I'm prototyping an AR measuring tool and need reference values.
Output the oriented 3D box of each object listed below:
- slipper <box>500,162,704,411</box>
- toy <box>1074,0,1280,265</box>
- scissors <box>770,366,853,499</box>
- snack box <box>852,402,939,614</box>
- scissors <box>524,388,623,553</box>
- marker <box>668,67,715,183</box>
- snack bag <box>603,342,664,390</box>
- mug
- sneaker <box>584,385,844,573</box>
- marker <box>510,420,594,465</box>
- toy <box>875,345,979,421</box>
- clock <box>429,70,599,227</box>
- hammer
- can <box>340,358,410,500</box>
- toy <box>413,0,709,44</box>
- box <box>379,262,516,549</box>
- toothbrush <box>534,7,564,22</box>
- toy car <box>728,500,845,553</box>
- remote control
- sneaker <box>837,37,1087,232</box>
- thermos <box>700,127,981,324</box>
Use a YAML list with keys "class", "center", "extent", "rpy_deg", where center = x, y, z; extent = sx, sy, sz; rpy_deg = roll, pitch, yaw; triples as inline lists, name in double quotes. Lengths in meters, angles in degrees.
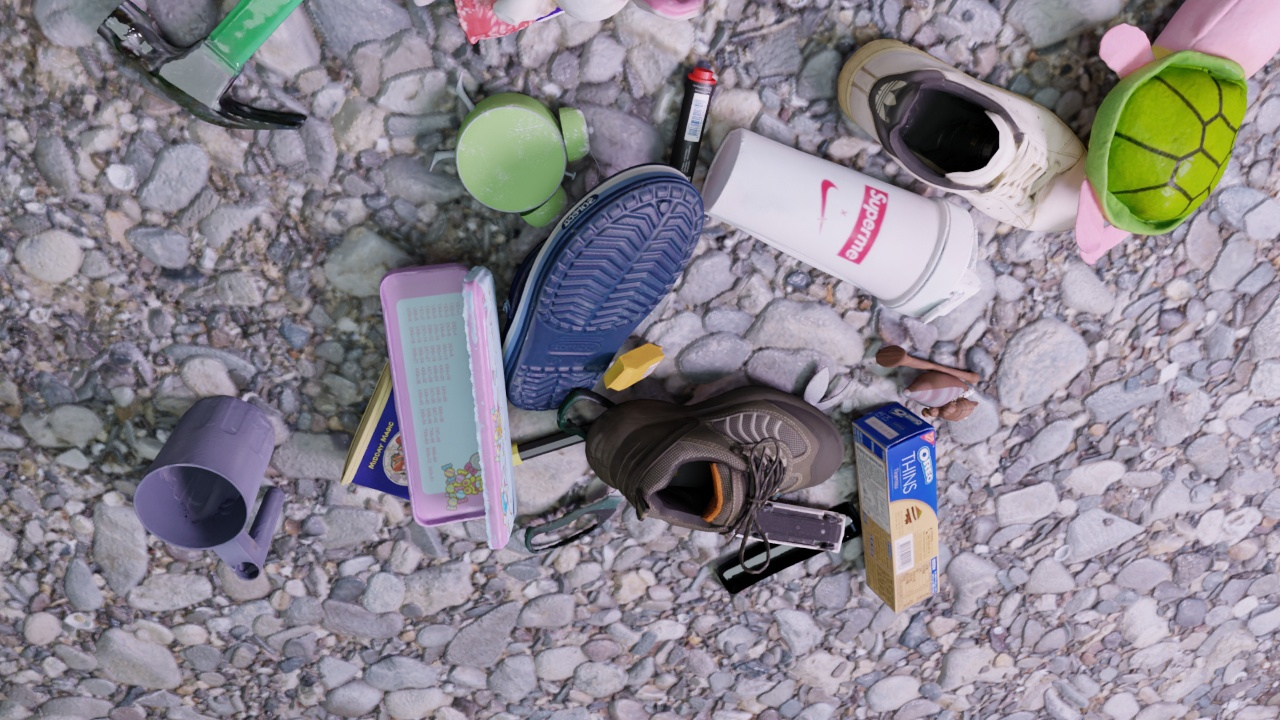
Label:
- class: "slipper"
  center: [-0.050, -0.059, 0.705]
  extent: [0.105, 0.095, 0.254]
  rpy_deg: [6, 138, -30]
- class: "toy"
  center: [0.398, -0.180, 0.682]
  extent: [0.190, 0.088, 0.238]
  rpy_deg: [25, 100, -33]
- class: "scissors"
  center: [0.133, 0.073, 0.846]
  extent: [0.156, 0.019, 0.124]
  rpy_deg: [-20, 121, 6]
- class: "snack box"
  center: [0.245, 0.141, 0.870]
  extent: [0.057, 0.056, 0.207]
  rpy_deg: [-21, 121, -15]
- class: "scissors"
  center: [-0.047, 0.104, 0.820]
  extent: [0.202, 0.015, 0.201]
  rpy_deg: [-30, 134, 11]
- class: "marker"
  center: [0.033, -0.149, 0.704]
  extent: [0.023, 0.021, 0.145]
  rpy_deg: [25, 120, 22]
- class: "snack bag"
  center: [-0.004, 0.004, 0.753]
  extent: [0.020, 0.099, 0.026]
  rpy_deg: [41, 112, 9]
- class: "mug"
  center: [-0.342, 0.104, 0.756]
  extent: [0.084, 0.103, 0.124]
  rpy_deg: [-24, 120, 6]
- class: "sneaker"
  center: [0.086, 0.091, 0.745]
  extent: [0.237, 0.143, 0.101]
  rpy_deg: [0, 118, -23]
- class: "marker"
  center: [-0.096, 0.080, 0.823]
  extent: [0.124, 0.017, 0.021]
  rpy_deg: [-17, 153, 2]
- class: "toy"
  center: [0.259, 0.023, 0.818]
  extent: [0.101, 0.042, 0.054]
  rpy_deg: [13, 84, -22]
- class: "clock"
  center: [-0.088, -0.150, 0.677]
  extent: [0.119, 0.042, 0.094]
  rpy_deg: [16, 117, -16]
- class: "hammer"
  center: [-0.200, -0.277, 0.599]
  extent: [0.319, 0.032, 0.130]
  rpy_deg: [-39, 116, 15]
- class: "can"
  center: [-0.190, 0.066, 0.781]
  extent: [0.092, 0.056, 0.116]
  rpy_deg: [21, 115, -19]
- class: "toy"
  center: [-0.053, -0.257, 0.589]
  extent: [0.194, 0.158, 0.084]
  rpy_deg: [-5, 153, 13]
- class: "box"
  center: [-0.140, 0.038, 0.695]
  extent: [0.089, 0.092, 0.214]
  rpy_deg: [-8, 108, -14]
- class: "toothbrush"
  center: [0.012, -0.270, 0.637]
  extent: [0.187, 0.015, 0.016]
  rpy_deg: [-16, 117, 3]
- class: "toy car"
  center: [0.139, 0.156, 0.883]
  extent: [0.113, 0.039, 0.039]
  rpy_deg: [11, 90, -13]
- class: "remote control"
  center: [0.149, 0.190, 0.913]
  extent: [0.152, 0.020, 0.041]
  rpy_deg: [-27, 118, 7]
- class: "sneaker"
  center: [0.262, -0.157, 0.681]
  extent: [0.241, 0.102, 0.089]
  rpy_deg: [22, 114, -19]
- class: "thermos"
  center: [0.157, -0.102, 0.708]
  extent: [0.220, 0.099, 0.099]
  rpy_deg: [19, 115, -13]
